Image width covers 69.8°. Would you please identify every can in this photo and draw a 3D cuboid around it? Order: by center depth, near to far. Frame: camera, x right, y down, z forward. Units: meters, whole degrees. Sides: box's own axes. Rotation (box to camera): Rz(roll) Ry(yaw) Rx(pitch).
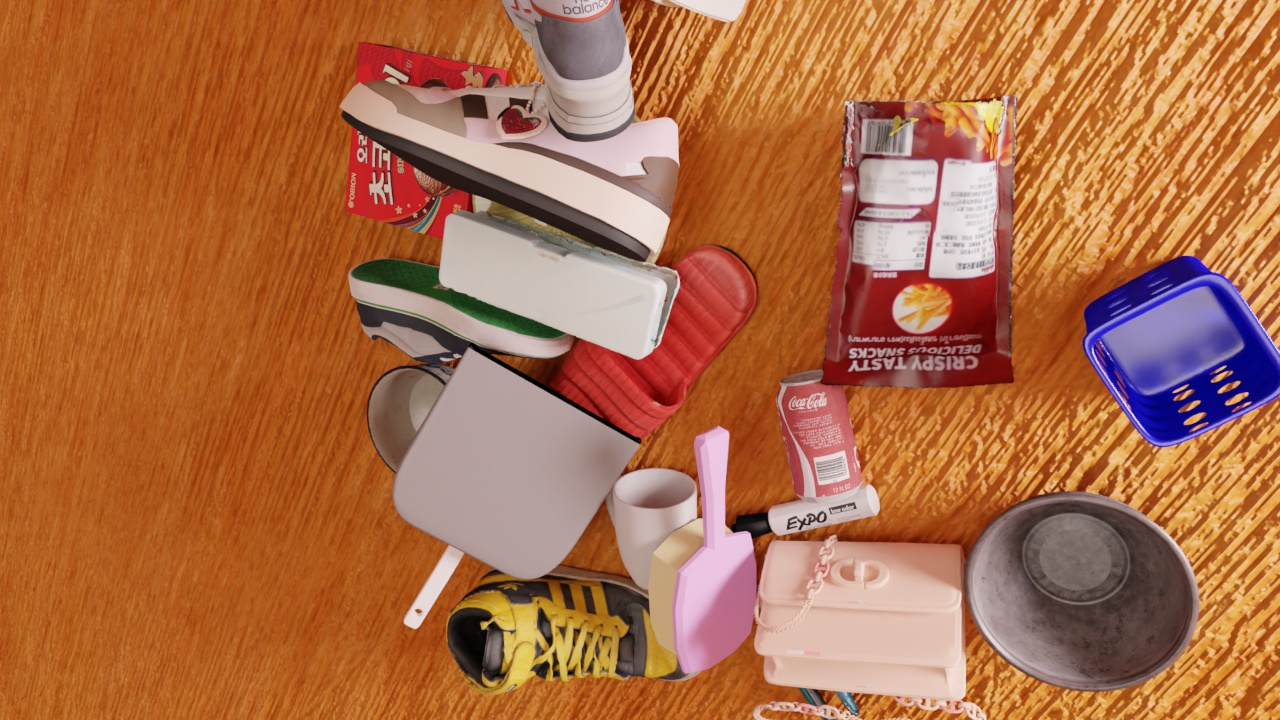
[{"bbox_3d":[0.140,0.059,0.722,0.054,0.053,0.096,-9,99,26],"label":"can"}]

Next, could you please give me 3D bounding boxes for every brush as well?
[{"bbox_3d":[0.050,0.150,0.745,0.043,0.089,0.229,28,131,46],"label":"brush"}]

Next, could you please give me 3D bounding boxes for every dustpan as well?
[{"bbox_3d":[-0.136,0.131,0.785,0.163,0.033,0.258,30,99,-11],"label":"dustpan"}]

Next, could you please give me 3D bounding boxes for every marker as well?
[{"bbox_3d":[0.133,0.128,0.758,0.126,0.025,0.025,-18,94,27],"label":"marker"}]

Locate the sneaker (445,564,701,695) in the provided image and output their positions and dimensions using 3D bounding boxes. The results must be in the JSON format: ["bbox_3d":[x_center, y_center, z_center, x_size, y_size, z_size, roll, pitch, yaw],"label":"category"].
[{"bbox_3d":[-0.067,0.252,0.828,0.239,0.121,0.086,9,107,24],"label":"sneaker"}]

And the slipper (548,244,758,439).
[{"bbox_3d":[-0.005,0.005,0.774,0.249,0.059,0.103,-43,83,26],"label":"slipper"}]

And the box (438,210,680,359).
[{"bbox_3d":[-0.071,-0.063,0.743,0.199,0.072,0.086,19,82,19],"label":"box"}]

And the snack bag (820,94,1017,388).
[{"bbox_3d":[0.200,-0.078,0.647,0.139,0.066,0.208,-2,104,2],"label":"snack bag"}]

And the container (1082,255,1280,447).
[{"bbox_3d":[0.337,-0.011,0.579,0.085,0.113,0.084,-34,87,27],"label":"container"}]

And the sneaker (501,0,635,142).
[{"bbox_3d":[-0.054,-0.278,0.644,0.089,0.124,0.239,-15,60,-8],"label":"sneaker"}]

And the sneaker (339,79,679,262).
[{"bbox_3d":[-0.100,-0.185,0.716,0.294,0.111,0.116,24,89,20],"label":"sneaker"}]

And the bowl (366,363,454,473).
[{"bbox_3d":[-0.195,0.055,0.873,0.116,0.059,0.115,6,105,24],"label":"bowl"}]

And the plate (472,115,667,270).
[{"bbox_3d":[-0.054,-0.136,0.774,0.185,0.036,0.184,6,105,24],"label":"plate"}]

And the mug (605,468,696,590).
[{"bbox_3d":[0.002,0.145,0.807,0.107,0.071,0.089,23,123,48],"label":"mug"}]

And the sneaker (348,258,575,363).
[{"bbox_3d":[-0.160,-0.029,0.831,0.235,0.084,0.079,15,122,25],"label":"sneaker"}]

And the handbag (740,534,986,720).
[{"bbox_3d":[0.175,0.232,0.749,0.199,0.116,0.187,-3,132,21],"label":"handbag"}]

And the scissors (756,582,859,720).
[{"bbox_3d":[0.140,0.244,0.788,0.135,0.019,0.130,10,100,22],"label":"scissors"}]

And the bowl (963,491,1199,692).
[{"bbox_3d":[0.312,0.154,0.657,0.145,0.067,0.145,6,105,24],"label":"bowl"}]

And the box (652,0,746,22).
[{"bbox_3d":[0.042,-0.302,0.609,0.081,0.181,0.144,30,118,10],"label":"box"}]

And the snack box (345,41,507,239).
[{"bbox_3d":[-0.195,-0.195,0.825,0.133,0.035,0.152,18,109,20],"label":"snack box"}]
